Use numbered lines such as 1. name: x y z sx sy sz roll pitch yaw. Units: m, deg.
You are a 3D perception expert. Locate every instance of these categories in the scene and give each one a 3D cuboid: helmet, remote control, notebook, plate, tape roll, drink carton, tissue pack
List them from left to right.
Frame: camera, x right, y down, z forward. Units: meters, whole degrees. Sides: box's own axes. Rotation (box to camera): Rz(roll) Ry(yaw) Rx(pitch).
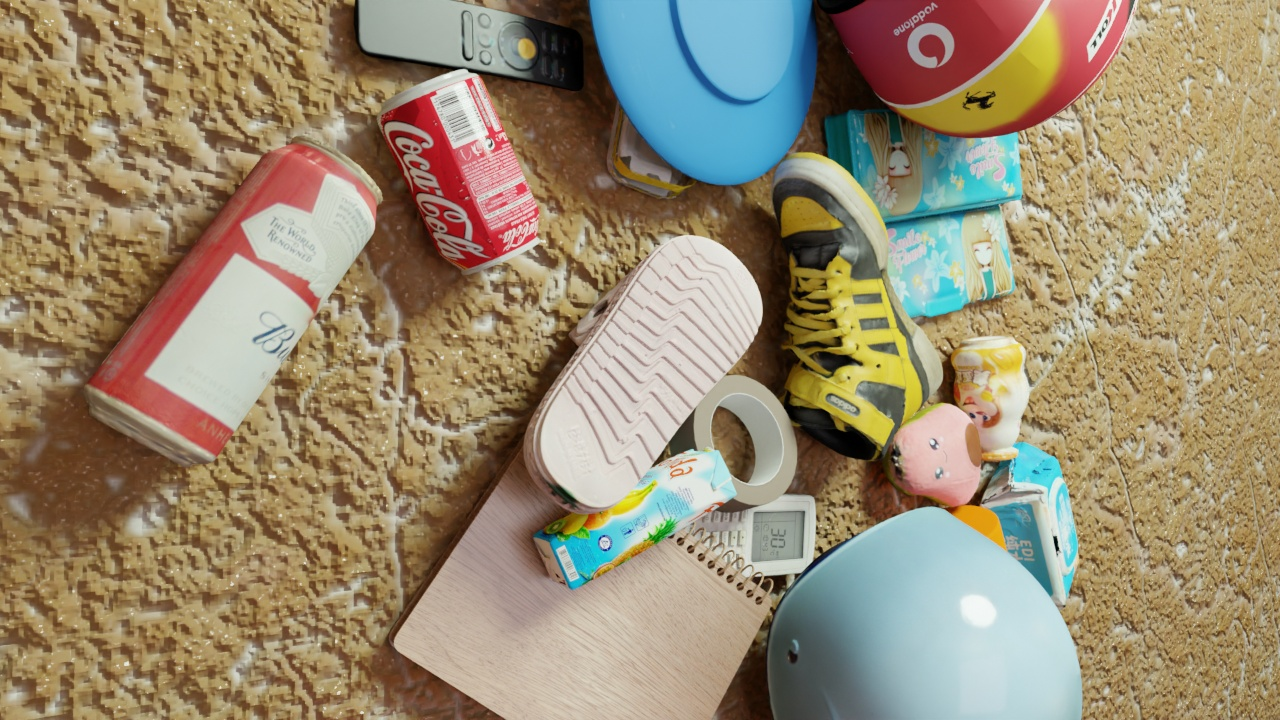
1. remote control: -0.100 -0.194 0.559 0.151 0.020 0.041 -2 90 -35
2. notebook: -0.026 0.160 0.588 0.210 0.022 0.168 39 70 -17
3. drink carton: -0.001 0.095 0.569 0.128 0.044 0.038 -26 96 -23
4. plate: 0.057 -0.231 0.610 0.223 0.024 0.224 -2 94 -43
5. tape roll: 0.066 0.059 0.651 0.093 0.030 0.093 14 65 -31
6. remote control: 0.075 0.129 0.676 0.138 0.025 0.060 5 87 -34
7. helmet: 0.211 0.251 0.660 0.225 0.167 0.266 -19 117 -18
8. helmet: 0.260 -0.297 0.694 0.224 0.198 0.270 22 62 -29
9. tissue pack: 0.358 0.153 0.837 0.092 0.062 0.144 -33 108 -51

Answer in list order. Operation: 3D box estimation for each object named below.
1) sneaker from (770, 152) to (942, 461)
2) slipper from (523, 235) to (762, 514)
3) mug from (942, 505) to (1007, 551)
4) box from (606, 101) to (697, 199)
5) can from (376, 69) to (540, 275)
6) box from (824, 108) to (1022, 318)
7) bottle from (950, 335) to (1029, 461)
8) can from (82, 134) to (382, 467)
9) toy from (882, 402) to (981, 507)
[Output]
1. sneaker: 0.139 -0.026 0.681 0.121 0.086 0.238 -50 119 -28
2. slipper: -0.004 0.003 0.597 0.094 0.065 0.238 49 50 -14
3. mug: 0.283 0.179 0.798 0.112 0.078 0.096 -40 114 -58
4. box: 0.022 -0.218 0.639 0.065 0.045 0.209 13 83 -21
5. can: -0.102 -0.107 0.530 0.064 0.064 0.105 -32 108 -30
6. box: 0.256 -0.129 0.799 0.226 0.039 0.182 -13 98 -34
7. bottle: 0.312 0.034 0.816 0.063 0.063 0.109 -9 95 -34
8. can: -0.200 -0.031 0.462 0.067 0.067 0.170 39 69 -28
9. toy: 0.247 0.083 0.779 0.109 0.051 0.090 -7 93 -33
